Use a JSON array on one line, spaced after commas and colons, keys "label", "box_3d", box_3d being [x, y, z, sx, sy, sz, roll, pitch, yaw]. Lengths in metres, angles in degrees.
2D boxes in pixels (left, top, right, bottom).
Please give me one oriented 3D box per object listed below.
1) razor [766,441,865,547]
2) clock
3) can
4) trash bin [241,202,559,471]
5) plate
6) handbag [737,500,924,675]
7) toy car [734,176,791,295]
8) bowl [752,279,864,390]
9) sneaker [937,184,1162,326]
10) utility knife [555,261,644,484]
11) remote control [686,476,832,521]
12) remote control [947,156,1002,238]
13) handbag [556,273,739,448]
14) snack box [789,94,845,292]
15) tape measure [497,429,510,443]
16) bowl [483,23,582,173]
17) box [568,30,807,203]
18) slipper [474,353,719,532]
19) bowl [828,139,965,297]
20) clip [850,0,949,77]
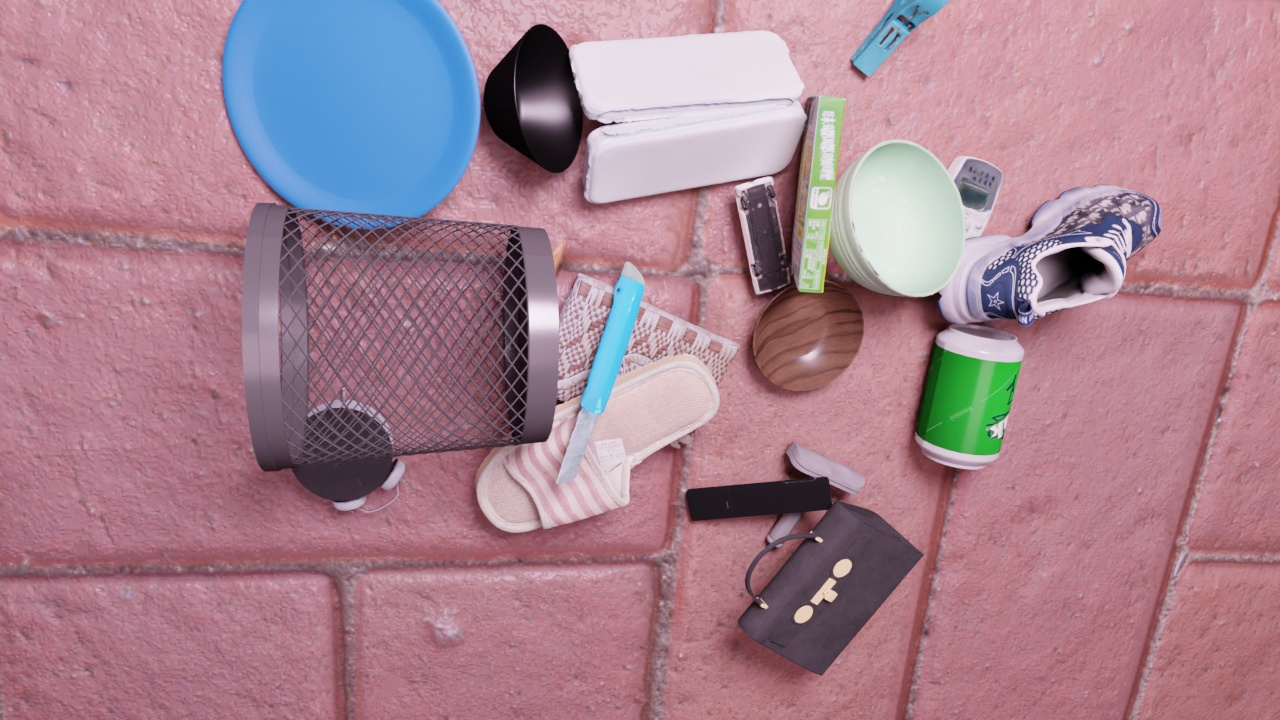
[{"label": "razor", "box_3d": [0.174, 0.154, 0.997, 0.088, 0.047, 0.116, 25, 108, -17]}, {"label": "clock", "box_3d": [-0.281, 0.094, 0.888, 0.094, 0.035, 0.123, -30, 111, -1]}, {"label": "can", "box_3d": [0.345, 0.037, 0.967, 0.087, 0.087, 0.140, 4, 106, -13]}, {"label": "trash bin", "box_3d": [-0.196, -0.020, 0.776, 0.227, 0.217, 0.218, -1, 107, -14]}, {"label": "plate", "box_3d": [-0.243, -0.225, 0.780, 0.224, 0.024, 0.225, 3, 112, 7]}, {"label": "handbag", "box_3d": [0.175, 0.225, 0.959, 0.195, 0.072, 0.176, 31, 100, -44]}, {"label": "toy car", "box_3d": [0.118, -0.122, 0.897, 0.039, 0.039, 0.113, -18, 114, -7]}, {"label": "bowl", "box_3d": [0.166, -0.030, 0.937, 0.119, 0.032, 0.119, -5, 113, -12]}, {"label": "sneaker", "box_3d": [0.435, -0.097, 0.907, 0.269, 0.132, 0.103, -22, 113, -17]}, {"label": "utility knife", "box_3d": [-0.037, 0.012, 0.851, 0.031, 0.015, 0.220, 23, 74, -16]}, {"label": "remote control", "box_3d": [0.125, 0.146, 0.968, 0.150, 0.013, 0.034, -7, 116, 12]}, {"label": "remote control", "box_3d": [0.324, -0.150, 0.937, 0.060, 0.028, 0.114, 19, 102, -17]}, {"label": "handbag", "box_3d": [-0.005, 0.005, 0.909, 0.185, 0.047, 0.124, 23, 100, -17]}, {"label": "snack box", "box_3d": [0.161, -0.158, 0.847, 0.027, 0.131, 0.168, 5, 107, 4]}, {"label": "tape measure", "box_3d": [-0.115, 0.094, 0.924, 0.059, 0.030, 0.068, 14, 103, -17]}, {"label": "bowl", "box_3d": [-0.101, -0.226, 0.802, 0.053, 0.123, 0.124, 1, 110, 23]}, {"label": "box", "box_3d": [0.041, -0.223, 0.849, 0.210, 0.105, 0.129, -6, 64, -12]}, {"label": "slipper", "box_3d": [-0.040, 0.088, 0.886, 0.263, 0.052, 0.115, -31, 114, 6]}, {"label": "bowl", "box_3d": [0.235, -0.130, 0.888, 0.150, 0.077, 0.151, 4, 82, -29]}, {"label": "clip", "box_3d": [0.253, -0.336, 0.856, 0.033, 0.123, 0.120, 28, 63, -19]}]
